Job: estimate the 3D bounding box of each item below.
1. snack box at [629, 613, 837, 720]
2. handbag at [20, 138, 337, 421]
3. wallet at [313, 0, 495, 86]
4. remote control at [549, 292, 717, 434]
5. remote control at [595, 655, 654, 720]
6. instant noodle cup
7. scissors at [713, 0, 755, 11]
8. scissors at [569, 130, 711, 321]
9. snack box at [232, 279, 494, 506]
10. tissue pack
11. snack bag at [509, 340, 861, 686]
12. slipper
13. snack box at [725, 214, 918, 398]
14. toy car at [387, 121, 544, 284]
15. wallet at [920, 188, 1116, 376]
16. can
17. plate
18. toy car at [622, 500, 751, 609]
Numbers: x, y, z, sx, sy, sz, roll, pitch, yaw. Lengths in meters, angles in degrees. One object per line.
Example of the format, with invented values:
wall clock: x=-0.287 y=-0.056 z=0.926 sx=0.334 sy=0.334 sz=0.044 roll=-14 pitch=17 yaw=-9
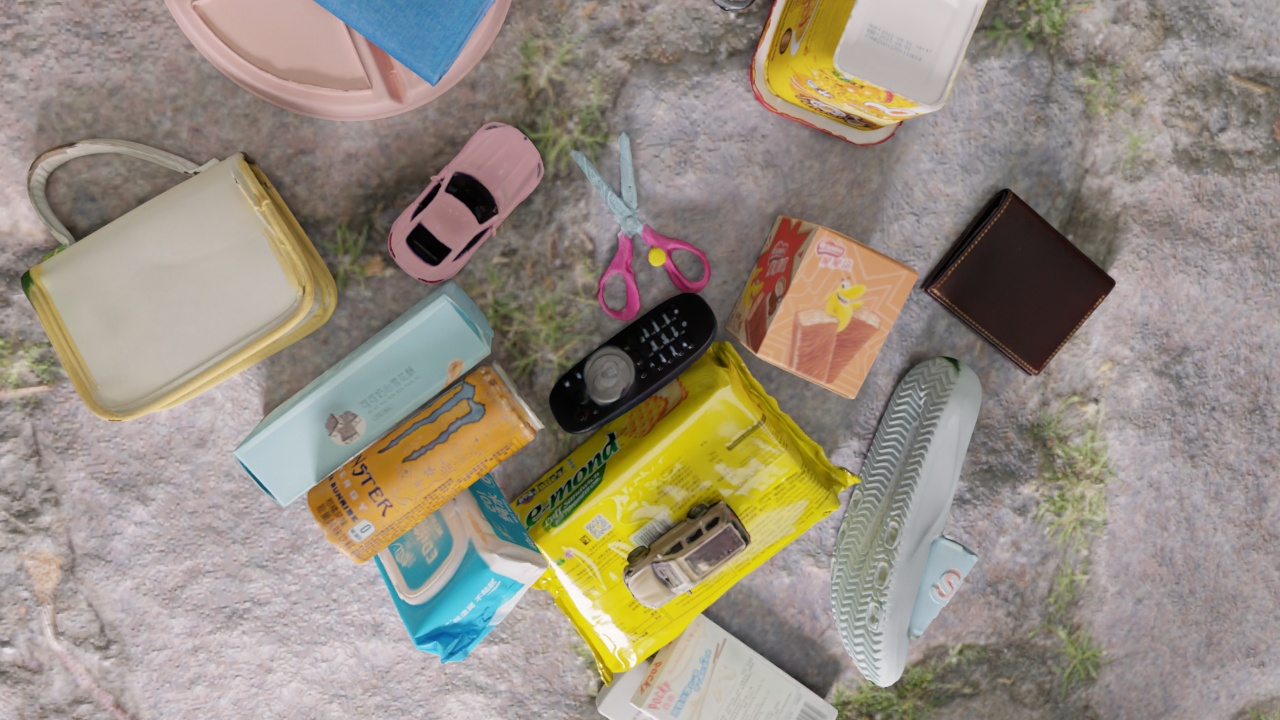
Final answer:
snack box: x=0.076 y=0.272 z=0.720 sx=0.157 sy=0.027 sz=0.084 roll=38 pitch=73 yaw=-14
handbag: x=-0.304 y=-0.069 z=0.589 sx=0.163 sy=0.063 sz=0.178 roll=-30 pitch=91 yaw=-1
wallet: x=-0.149 y=-0.245 z=0.545 sx=0.133 sy=0.040 sz=0.106 roll=34 pitch=100 yaw=-15
remote control: x=-0.004 y=0.004 z=0.649 sx=0.136 sy=0.024 sz=0.053 roll=-35 pitch=68 yaw=12
remote control: x=0.037 y=0.292 z=0.737 sx=0.150 sy=0.021 sz=0.058 roll=36 pitch=96 yaw=-14
instant noodle cup: x=0.145 y=-0.203 z=0.580 sx=0.116 sy=0.123 sz=0.116 roll=18 pitch=100 yaw=-12
scissors: x=0.037 y=-0.305 z=0.585 sx=0.159 sy=0.014 sz=0.173 roll=-5 pitch=109 yaw=7
scissors: x=-0.014 y=-0.089 z=0.643 sx=0.105 sy=0.017 sz=0.136 roll=-39 pitch=101 yaw=8
snack box: x=-0.180 y=0.019 z=0.612 sx=0.175 sy=0.074 sz=0.051 roll=-37 pitch=106 yaw=2
tissue pack: x=-0.131 y=0.126 z=0.621 sx=0.090 sy=0.140 sz=0.063 roll=-48 pitch=136 yaw=4
snack bag: x=0.021 y=0.112 z=0.668 sx=0.246 sy=0.068 sz=0.158 roll=-40 pitch=105 yaw=4
slipper: x=0.206 y=0.119 z=0.682 sx=0.074 sy=0.104 sz=0.245 roll=15 pitch=95 yaw=-14
snack box: x=0.120 y=-0.040 z=0.632 sx=0.077 sy=0.092 sz=0.094 roll=23 pitch=99 yaw=-13
toy car: x=-0.117 y=-0.105 z=0.612 sx=0.056 sy=0.037 sz=0.122 roll=42 pitch=93 yaw=-17
wallet: x=0.286 y=-0.056 z=0.692 sx=0.122 sy=0.020 sz=0.096 roll=35 pitch=101 yaw=-16
can: x=-0.135 y=0.063 z=0.582 sx=0.146 sy=0.058 sz=0.058 roll=-36 pitch=106 yaw=-6
plate: x=-0.190 y=-0.267 z=0.567 sx=0.229 sy=0.028 sz=0.230 roll=-2 pitch=104 yaw=-7
toy car: x=0.030 y=0.134 z=0.621 sx=0.090 sy=0.035 sz=0.042 roll=-35 pitch=104 yaw=5
